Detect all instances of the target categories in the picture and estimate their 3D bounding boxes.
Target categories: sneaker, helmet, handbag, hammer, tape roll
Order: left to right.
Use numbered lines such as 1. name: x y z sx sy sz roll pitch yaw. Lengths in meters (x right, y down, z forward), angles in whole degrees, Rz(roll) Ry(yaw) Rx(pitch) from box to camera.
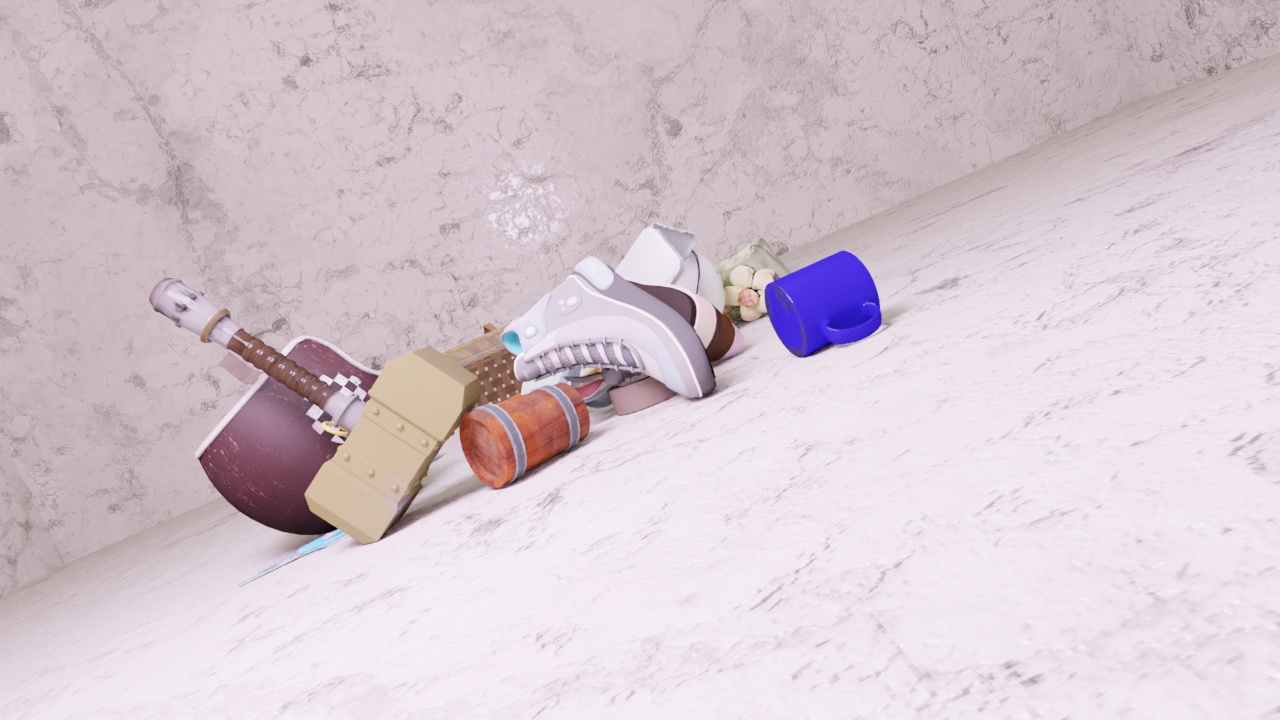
1. hammer: -0.348 0.017 0.931 0.190 0.325 0.100 -56 3 6
2. helmet: -0.405 0.083 1.096 0.234 0.253 0.233 -38 19 34
3. sneaker: -0.044 -0.007 0.972 0.160 0.093 0.257 -34 42 -13
4. tape roll: 0.010 0.030 1.048 0.094 0.030 0.093 -23 5 2
5. sneaker: 0.025 -0.042 1.204 0.116 0.111 0.294 21 -10 -33
6. handbag: 0.158 -0.105 1.443 0.187 0.113 0.116 -27 23 48

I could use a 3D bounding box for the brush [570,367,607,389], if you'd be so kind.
1. brush: -0.008 0.007 1.282 0.195 0.043 0.059 -24 4 -22

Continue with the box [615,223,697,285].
1. box: 0.008 -0.088 1.321 0.129 0.105 0.211 4 -47 -37

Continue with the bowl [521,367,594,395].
1. bowl: -0.116 0.029 1.361 0.151 0.077 0.151 -24 6 2

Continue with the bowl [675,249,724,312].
1. bowl: 0.076 -0.088 1.390 0.072 0.153 0.154 16 -14 -26

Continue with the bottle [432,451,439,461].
1. bottle: -0.369 0.152 1.422 0.130 0.040 0.040 -20 6 31

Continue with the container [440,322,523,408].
1. container: -0.225 0.014 1.605 0.249 0.157 0.186 -25 16 -17

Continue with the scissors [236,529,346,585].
1. scissors: -0.379 0.212 1.012 0.136 0.015 0.055 -22 6 -21

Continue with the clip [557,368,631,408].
1. clip: -0.068 0.000 1.174 0.169 0.031 0.164 -25 47 37

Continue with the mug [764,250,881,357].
1. mug: 0.184 -0.049 0.892 0.083 0.079 0.111 -24 33 -11

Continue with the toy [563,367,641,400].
1. toy: -0.031 0.014 1.030 0.112 0.030 0.049 -21 34 4

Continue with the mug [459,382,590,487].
1. mug: -0.126 0.069 0.938 0.110 0.081 0.118 -23 21 -39

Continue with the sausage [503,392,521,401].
1. sausage: -0.197 0.077 1.427 0.163 0.039 0.045 -28 -10 -42
